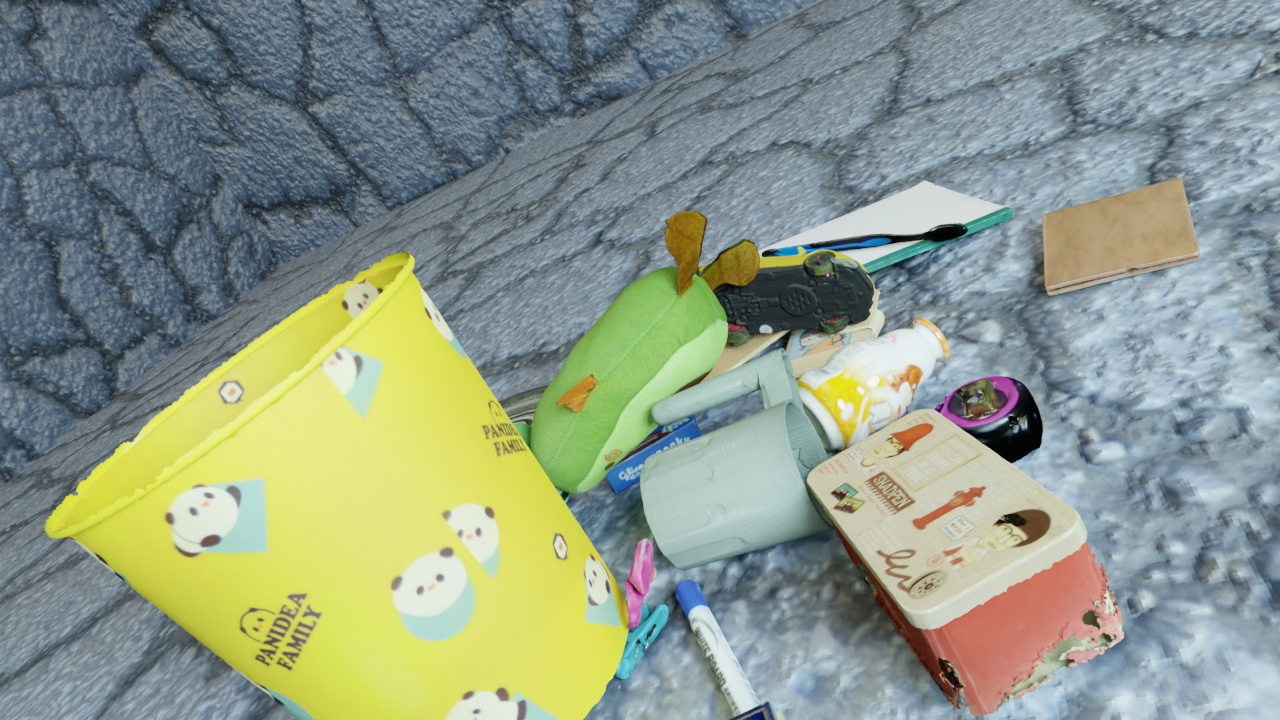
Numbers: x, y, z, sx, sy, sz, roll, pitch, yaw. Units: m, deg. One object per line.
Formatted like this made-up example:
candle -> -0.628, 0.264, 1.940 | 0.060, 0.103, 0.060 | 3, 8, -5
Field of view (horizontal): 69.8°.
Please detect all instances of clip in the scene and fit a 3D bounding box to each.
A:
clip -> -0.004, 0.170, 0.561 | 0.043, 0.014, 0.056 | -9, 31, 44

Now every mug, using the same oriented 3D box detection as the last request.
mug -> 0.060, 0.064, 0.591 | 0.104, 0.083, 0.123 | -23, 57, 21

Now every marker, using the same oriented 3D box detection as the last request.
marker -> 0.045, 0.166, 0.506 | 0.017, 0.017, 0.145 | -31, 22, -2

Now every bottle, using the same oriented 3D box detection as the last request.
bottle -> 0.160, 0.014, 0.630 | 0.108, 0.063, 0.063 | -34, 22, -9

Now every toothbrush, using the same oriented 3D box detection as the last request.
toothbrush -> 0.196, -0.106, 0.822 | 0.190, 0.014, 0.016 | -4, 27, 33

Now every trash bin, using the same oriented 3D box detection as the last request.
trash bin -> -0.151, 0.106, 0.538 | 0.230, 0.255, 0.229 | -30, 20, 12

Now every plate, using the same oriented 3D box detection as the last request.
plate -> -0.138, 0.070, 0.905 | 0.179, 0.024, 0.179 | -21, 12, 5

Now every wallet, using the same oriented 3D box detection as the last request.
wallet -> 0.159, -0.017, 0.756 | 0.087, 0.024, 0.114 | -23, 21, 30
wallet -> 0.352, -0.092, 0.682 | 0.101, 0.020, 0.115 | -14, 30, 33

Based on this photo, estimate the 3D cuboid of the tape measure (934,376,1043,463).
tape measure -> 0.209, 0.036, 0.552 | 0.057, 0.039, 0.057 | -22, 23, 20

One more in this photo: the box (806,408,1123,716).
box -> 0.157, 0.096, 0.461 | 0.091, 0.077, 0.168 | -30, 16, 2

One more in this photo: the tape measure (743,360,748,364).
tape measure -> 0.068, 0.009, 0.806 | 0.058, 0.025, 0.054 | -17, 23, 19

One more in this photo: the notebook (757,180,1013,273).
notebook -> 0.214, -0.116, 0.860 | 0.209, 0.012, 0.150 | -22, 23, -6

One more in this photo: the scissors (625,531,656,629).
scissors -> 0.004, 0.129, 0.594 | 0.017, 0.057, 0.133 | 8, 6, 4

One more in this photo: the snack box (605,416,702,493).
snack box -> -0.003, 0.052, 0.796 | 0.084, 0.026, 0.157 | -30, 22, 0

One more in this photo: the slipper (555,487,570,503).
slipper -> -0.154, 0.120, 0.777 | 0.246, 0.074, 0.103 | -10, 28, 43

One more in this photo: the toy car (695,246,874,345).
toy car -> 0.114, -0.054, 0.746 | 0.156, 0.071, 0.041 | -4, 37, 28

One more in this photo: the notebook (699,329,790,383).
notebook -> 0.072, -0.027, 0.830 | 0.207, 0.008, 0.148 | -35, 25, -18

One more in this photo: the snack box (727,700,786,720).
snack box -> 0.000, 0.244, 0.354 | 0.182, 0.046, 0.177 | -28, 22, 5

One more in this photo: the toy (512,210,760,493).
toy -> -0.004, 0.004, 0.677 | 0.247, 0.090, 0.226 | -52, -16, 17
